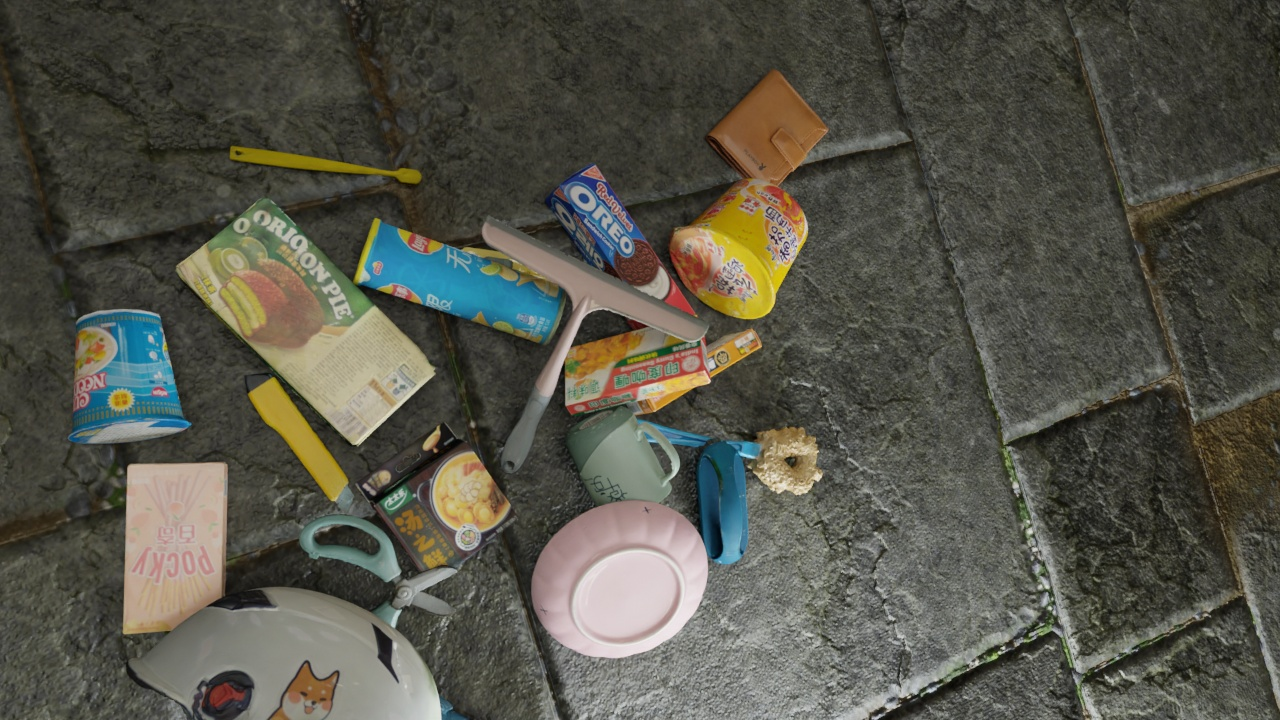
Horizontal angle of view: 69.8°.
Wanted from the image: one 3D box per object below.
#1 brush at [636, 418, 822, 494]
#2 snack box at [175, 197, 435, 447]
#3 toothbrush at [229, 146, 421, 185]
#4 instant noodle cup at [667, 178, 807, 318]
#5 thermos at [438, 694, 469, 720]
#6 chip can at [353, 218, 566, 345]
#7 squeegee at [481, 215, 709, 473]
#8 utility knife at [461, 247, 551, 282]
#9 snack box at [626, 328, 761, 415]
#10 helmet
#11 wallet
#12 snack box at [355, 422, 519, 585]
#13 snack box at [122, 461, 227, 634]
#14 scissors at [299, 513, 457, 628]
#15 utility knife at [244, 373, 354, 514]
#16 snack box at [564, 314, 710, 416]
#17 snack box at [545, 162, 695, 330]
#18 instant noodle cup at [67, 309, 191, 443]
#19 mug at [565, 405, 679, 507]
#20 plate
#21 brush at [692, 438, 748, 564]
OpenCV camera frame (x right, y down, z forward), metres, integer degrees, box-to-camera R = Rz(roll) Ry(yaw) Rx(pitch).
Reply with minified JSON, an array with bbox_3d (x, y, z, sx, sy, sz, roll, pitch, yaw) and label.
[{"bbox_3d":[0.097,0.101,1.068,0.254,0.046,0.083,12,84,-14],"label":"brush"},{"bbox_3d":[-0.329,-0.035,0.916,0.240,0.063,0.114,46,71,-9],"label":"snack box"},{"bbox_3d":[-0.327,-0.203,0.962,0.190,0.017,0.015,4,83,-18],"label":"toothbrush"},{"bbox_3d":[0.119,-0.134,1.053,0.138,0.138,0.109,43,64,-10],"label":"instant noodle cup"},{"bbox_3d":[-0.153,0.414,0.925,0.220,0.070,0.070,39,73,-12],"label":"thermos"},{"bbox_3d":[-0.187,-0.080,0.963,0.210,0.071,0.071,19,78,-18],"label":"chip can"},{"bbox_3d":[-0.094,0.019,0.941,0.247,0.040,0.250,25,109,-3],"label":"squeegee"},{"bbox_3d":[-0.158,-0.105,1.013,0.212,0.022,0.031,7,82,-14],"label":"utility knife"},{"bbox_3d":[0.058,0.013,1.040,0.153,0.075,0.026,-30,95,-20],"label":"snack box"},{"bbox_3d":[-0.285,0.287,0.805,0.274,0.230,0.156,36,68,6],"label":"helmet"},{"bbox_3d":[0.158,-0.280,1.135,0.108,0.031,0.131,45,73,-8],"label":"wallet"},{"bbox_3d":[-0.209,0.146,0.948,0.113,0.053,0.125,-37,102,-19],"label":"snack box"},{"bbox_3d":[-0.440,0.176,0.872,0.084,0.026,0.157,0,83,-19],"label":"snack box"},{"bbox_3d":[-0.275,0.239,0.905,0.170,0.019,0.181,29,92,-10],"label":"scissors"},{"bbox_3d":[-0.342,0.082,0.923,0.033,0.015,0.170,-35,97,-14],"label":"utility knife"},{"bbox_3d":[-0.006,0.006,0.986,0.156,0.027,0.076,-14,52,13],"label":"snack box"},{"bbox_3d":[-0.024,-0.118,1.037,0.057,0.058,0.207,-36,96,-22],"label":"snack box"},{"bbox_3d":[-0.476,0.014,0.848,0.099,0.099,0.110,-9,79,-20],"label":"instant noodle cup"},{"bbox_3d":[-0.015,0.105,0.984,0.106,0.112,0.082,64,29,-7],"label":"mug"},{"bbox_3d":[-0.017,0.239,0.962,0.192,0.039,0.193,-5,113,-13],"label":"plate"},{"bbox_3d":[0.093,0.161,1.021,0.055,0.073,0.144,-7,103,-8],"label":"brush"}]
